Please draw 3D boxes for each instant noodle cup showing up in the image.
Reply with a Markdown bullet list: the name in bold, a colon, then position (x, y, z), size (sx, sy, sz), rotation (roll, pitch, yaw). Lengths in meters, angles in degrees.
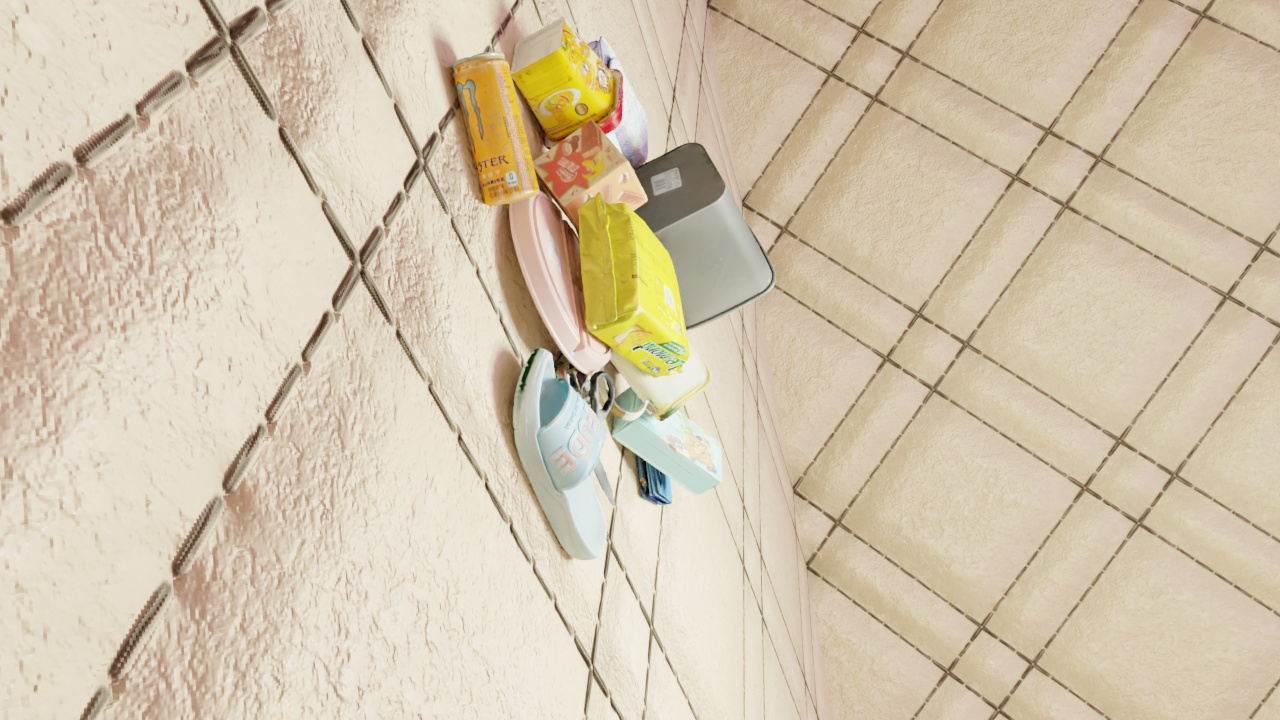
- **instant noodle cup**: position (-0.094, -0.345, 1.143), size (0.123, 0.116, 0.116), rotation (49, 31, -41)

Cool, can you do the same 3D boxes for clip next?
- **clip**: position (-0.064, 0.043, 1.131), size (0.024, 0.029, 0.056), rotation (28, 46, -74)

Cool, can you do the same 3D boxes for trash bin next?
- **trash bin**: position (0.079, -0.203, 1.461), size (0.220, 0.199, 0.198), rotation (57, 8, -49)

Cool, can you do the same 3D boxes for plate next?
- **plate**: position (-0.085, -0.094, 1.058), size (0.229, 0.028, 0.229), rotation (-20, 90, -77)

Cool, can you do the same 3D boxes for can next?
- **can**: position (-0.148, -0.235, 0.939), size (0.058, 0.058, 0.146), rotation (-42, 119, -73)

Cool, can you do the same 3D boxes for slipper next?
- **slipper**: position (-0.070, 0.104, 0.954), size (0.103, 0.074, 0.246), rotation (-73, 150, -59)

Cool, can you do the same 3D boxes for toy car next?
- **toy car**: position (-0.079, 0.012, 1.068), size (0.090, 0.035, 0.042), rotation (-71, 148, -66)

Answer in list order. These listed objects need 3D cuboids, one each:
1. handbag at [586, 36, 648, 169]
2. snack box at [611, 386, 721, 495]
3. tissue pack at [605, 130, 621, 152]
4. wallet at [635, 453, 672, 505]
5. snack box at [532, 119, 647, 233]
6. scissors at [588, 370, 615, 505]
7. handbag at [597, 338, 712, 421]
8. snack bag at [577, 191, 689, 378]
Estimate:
- **handbag**: position (-0.045, -0.396, 1.413), size (0.194, 0.076, 0.134), rotation (42, 40, -66)
- **snack box**: position (0.039, 0.110, 1.271), size (0.175, 0.052, 0.074), rotation (38, 35, -27)
- **tissue pack**: position (-0.062, -0.274, 1.283), size (0.089, 0.063, 0.140), rotation (-88, 161, -45)
- **wallet**: position (0.020, 0.140, 1.346), size (0.106, 0.040, 0.133), rotation (51, 29, -68)
- **snack box**: position (-0.062, -0.217, 1.113), size (0.092, 0.094, 0.077), rotation (55, 0, 34)
- **scissors**: position (-0.061, 0.093, 1.040), size (0.173, 0.014, 0.159), rotation (36, 77, -40)
- **handbag**: position (-0.007, 0.007, 1.214), size (0.163, 0.063, 0.178), rotation (53, 43, 2)
- **snack bag**: position (0.000, -0.081, 1.111), size (0.246, 0.068, 0.158), rotation (38, 44, -64)
